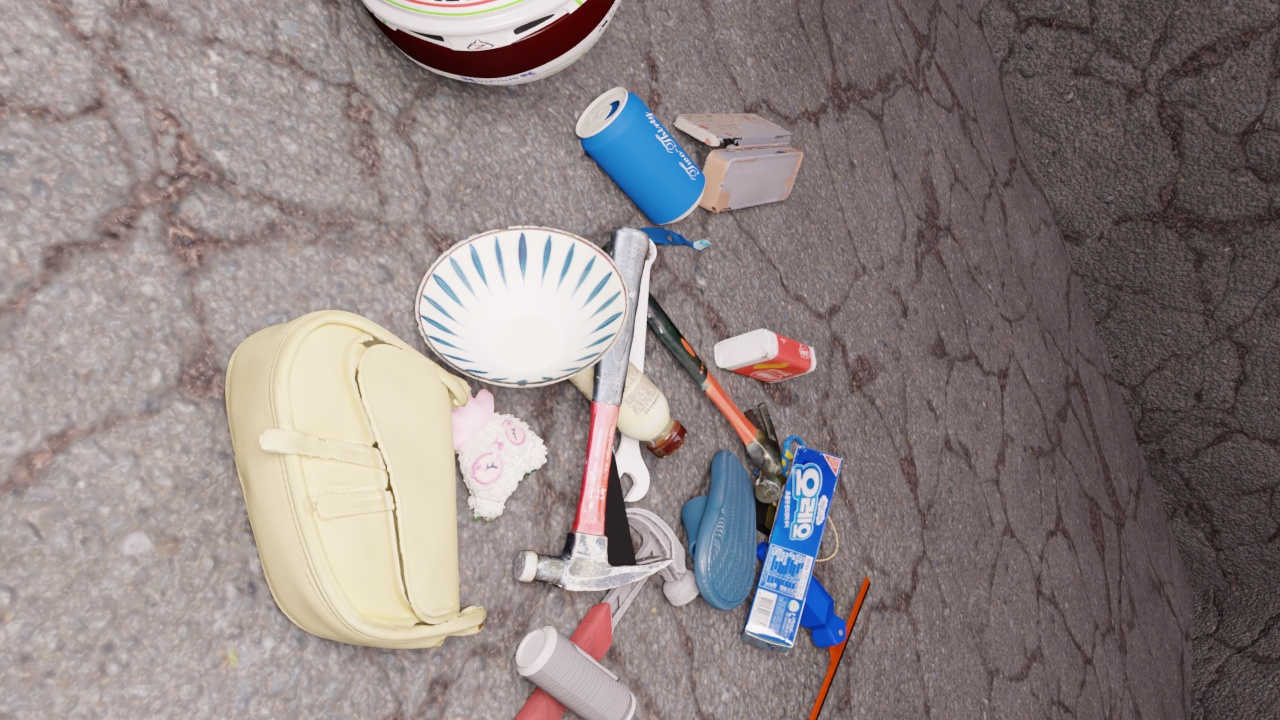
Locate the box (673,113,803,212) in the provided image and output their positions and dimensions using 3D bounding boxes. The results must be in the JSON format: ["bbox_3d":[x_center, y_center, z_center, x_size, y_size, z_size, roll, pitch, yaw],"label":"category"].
[{"bbox_3d":[0.125,-0.261,1.200,0.215,0.096,0.105,-22,129,-53],"label":"box"}]

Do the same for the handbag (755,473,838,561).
[{"bbox_3d":[0.203,0.203,1.141,0.178,0.028,0.084,37,59,-39],"label":"handbag"}]

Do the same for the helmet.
[{"bbox_3d":[-0.121,-0.347,0.763,0.236,0.231,0.314,79,7,-65],"label":"helmet"}]

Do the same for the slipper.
[{"bbox_3d":[0.085,0.181,0.983,0.104,0.059,0.213,58,26,-22],"label":"slipper"}]

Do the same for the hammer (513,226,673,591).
[{"bbox_3d":[-0.022,0.042,0.823,0.140,0.036,0.326,12,80,-27],"label":"hammer"}]

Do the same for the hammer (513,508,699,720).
[{"bbox_3d":[-0.049,0.253,0.812,0.126,0.036,0.314,60,41,-15],"label":"hammer"}]

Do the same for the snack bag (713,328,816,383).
[{"bbox_3d":[0.153,-0.004,1.114,0.115,0.077,0.036,16,63,-48],"label":"snack bag"}]

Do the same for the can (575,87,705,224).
[{"bbox_3d":[0.003,-0.219,0.999,0.146,0.079,0.078,42,48,-35],"label":"can"}]

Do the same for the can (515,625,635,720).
[{"bbox_3d":[-0.052,0.260,0.748,0.106,0.044,0.043,45,46,-25],"label":"can"}]

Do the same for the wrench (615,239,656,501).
[{"bbox_3d":[-0.006,0.005,0.931,0.047,0.009,0.273,10,77,-29],"label":"wrench"}]

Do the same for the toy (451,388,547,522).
[{"bbox_3d":[-0.129,0.070,0.770,0.109,0.041,0.095,53,44,-17],"label":"toy"}]

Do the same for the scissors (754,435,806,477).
[{"bbox_3d":[0.176,0.139,1.151,0.131,0.019,0.105,-8,82,-49],"label":"scissors"}]

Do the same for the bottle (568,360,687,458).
[{"bbox_3d":[-0.022,0.027,0.877,0.162,0.057,0.056,46,45,-16],"label":"bottle"}]

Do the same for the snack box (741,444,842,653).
[{"bbox_3d":[0.172,0.211,1.034,0.059,0.059,0.226,84,23,-65],"label":"snack box"}]

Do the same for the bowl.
[{"bbox_3d":[-0.099,-0.030,0.789,0.071,0.177,0.176,94,13,-52],"label":"bowl"}]

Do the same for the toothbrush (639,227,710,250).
[{"bbox_3d":[0.040,-0.141,1.070,0.132,0.016,0.021,1,75,-52],"label":"toothbrush"}]

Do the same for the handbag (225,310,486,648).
[{"bbox_3d":[-0.187,0.085,0.639,0.190,0.089,0.232,7,72,-45],"label":"handbag"}]

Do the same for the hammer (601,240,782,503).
[{"bbox_3d":[0.060,0.004,1.015,0.333,0.033,0.132,51,26,-22],"label":"hammer"}]

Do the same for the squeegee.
[{"bbox_3d":[0.198,0.287,1.090,0.185,0.055,0.248,51,45,-11],"label":"squeegee"}]
